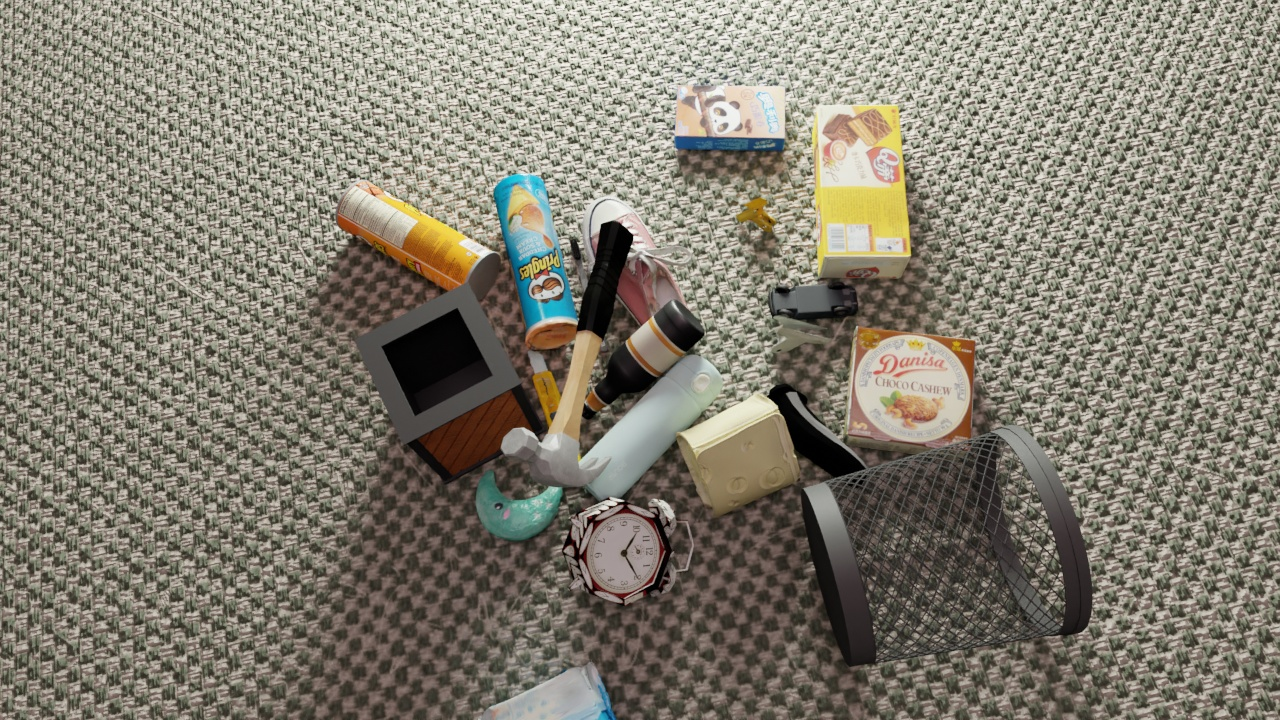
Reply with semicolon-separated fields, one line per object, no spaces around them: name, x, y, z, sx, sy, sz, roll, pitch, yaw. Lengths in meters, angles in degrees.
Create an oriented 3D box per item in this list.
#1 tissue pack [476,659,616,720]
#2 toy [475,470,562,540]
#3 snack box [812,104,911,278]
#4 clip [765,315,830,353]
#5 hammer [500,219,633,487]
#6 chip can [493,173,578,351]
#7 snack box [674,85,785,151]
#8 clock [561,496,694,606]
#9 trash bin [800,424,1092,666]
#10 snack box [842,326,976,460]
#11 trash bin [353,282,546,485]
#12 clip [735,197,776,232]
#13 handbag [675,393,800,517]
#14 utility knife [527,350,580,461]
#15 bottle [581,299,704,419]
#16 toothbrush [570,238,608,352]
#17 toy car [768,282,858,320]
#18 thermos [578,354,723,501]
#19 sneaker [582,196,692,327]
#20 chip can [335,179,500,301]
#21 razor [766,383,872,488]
tissue pack;-0.098;0.395;0.984;0.144;0.062;0.092;-24;67;-9
toy;-0.149;0.173;1.092;0.105;0.033;0.084;8;58;8
snack box;0.287;-0.222;1.201;0.110;0.062;0.230;0;69;4
clip;0.183;-0.038;1.141;0.059;0.101;0.050;-16;70;43
hammer;-0.062;-0.013;1.047;0.039;0.131;0.327;-8;58;40
chip can;-0.134;-0.127;1.183;0.080;0.080;0.229;-14;67;-2
snack box;0.124;-0.336;1.271;0.151;0.034;0.087;2;69;5
clock;-0.012;0.213;1.040;0.154;0.065;0.114;1;88;-24
trash bin;0.304;0.200;0.957;0.227;0.218;0.217;-14;68;3
snack box;0.324;0.038;1.107;0.143;0.041;0.146;8;70;7
trash bin;-0.216;0.032;1.074;0.139;0.172;0.139;-28;69;-7
clip;0.157;-0.193;1.211;0.049;0.054;0.044;3;86;-20
handbag;0.117;0.111;1.065;0.119;0.081;0.111;-25;105;-11
utility knife;-0.109;0.064;1.141;0.030;0.017;0.179;-16;65;-13
bottle;-0.007;0.006;1.111;0.182;0.059;0.059;-42;70;15
toothbrush;-0.068;-0.086;1.199;0.013;0.013;0.167;-16;71;-3
toy car;0.218;-0.073;1.161;0.112;0.034;0.046;-3;69;1
thermos;0.012;0.080;1.094;0.206;0.078;0.065;-45;94;-11
sneaker;-0.004;-0.120;1.166;0.118;0.088;0.241;-29;70;-8
chip can;-0.293;-0.157;1.206;0.215;0.075;0.075;30;73;14
razor;0.210;0.094;1.089;0.060;0.057;0.156;-23;64;-40
